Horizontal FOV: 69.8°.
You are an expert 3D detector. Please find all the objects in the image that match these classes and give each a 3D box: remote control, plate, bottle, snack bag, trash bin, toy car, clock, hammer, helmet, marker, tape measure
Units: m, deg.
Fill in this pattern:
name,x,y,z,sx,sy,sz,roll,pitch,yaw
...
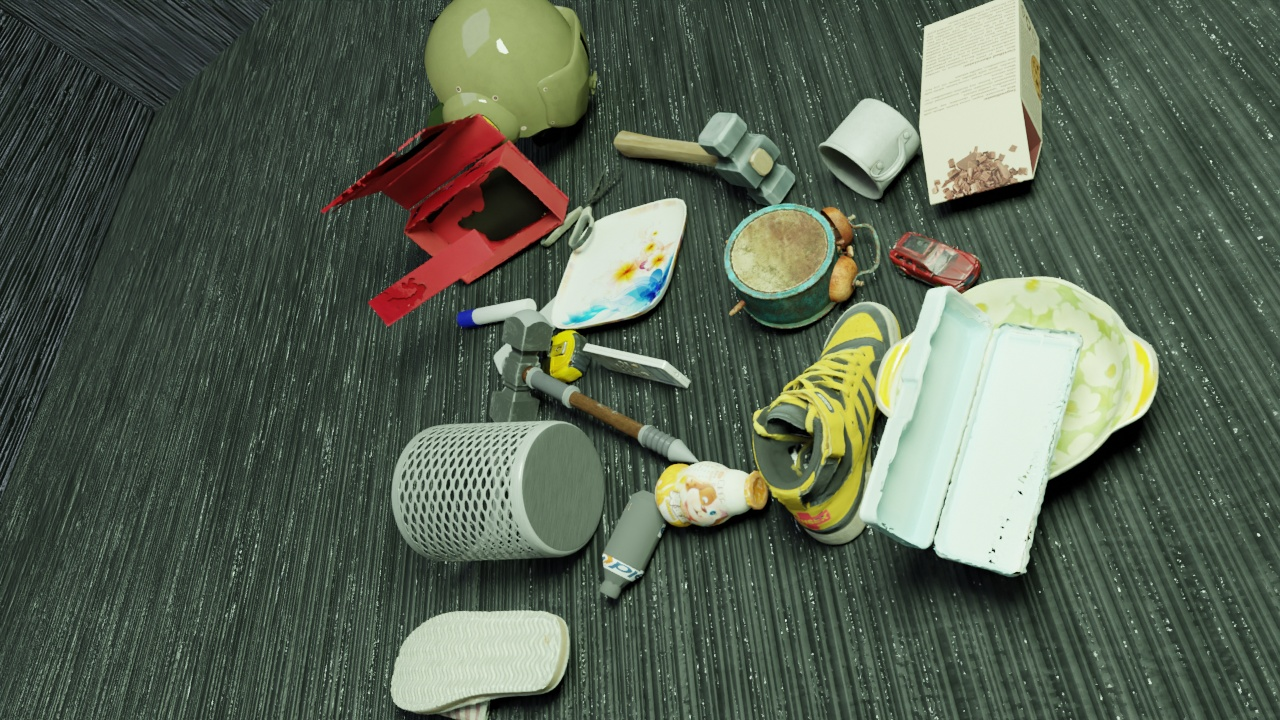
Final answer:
name,x,y,z,sx,sy,sz,roll,pitch,yaw
remote control,-0.140,-0.039,1.228,0.147,0.008,0.045,-42,43,10
plate,-0.025,-0.119,1.166,0.187,0.016,0.186,-9,52,38
bottle,0.069,0.128,0.888,0.109,0.063,0.063,-11,56,37
snack bag,0.335,-0.248,0.902,0.095,0.070,0.206,-11,56,37
trash bin,-0.151,0.143,1.009,0.184,0.156,0.156,-8,58,35
toy car,0.281,-0.094,0.875,0.042,0.036,0.091,-52,47,-1
clock,0.169,-0.099,0.950,0.158,0.073,0.121,-10,60,18
bottle,-0.009,0.187,0.929,0.047,0.047,0.112,15,73,46
hammer,-0.054,0.054,1.040,0.323,0.043,0.156,24,108,41
helmet,-0.181,-0.408,1.314,0.233,0.255,0.249,-27,47,30
marker,-0.202,-0.065,1.289,0.133,0.027,0.023,-8,58,36
remote control,-0.006,0.006,1.047,0.136,0.050,0.011,13,71,45
tape measure,-0.093,-0.006,1.143,0.064,0.037,0.065,-10,56,37
hammer,0.057,-0.261,1.149,0.051,0.117,0.323,-56,33,-4

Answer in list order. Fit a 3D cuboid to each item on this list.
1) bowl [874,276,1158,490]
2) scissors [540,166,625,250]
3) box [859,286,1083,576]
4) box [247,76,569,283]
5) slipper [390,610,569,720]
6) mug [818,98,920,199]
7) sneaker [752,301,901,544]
name,x,y,z,sx,sy,sz,roll,pitch,yaw
bowl,0.305,0.027,0.750,0.220,0.060,0.188,1,63,41
scissors,-0.082,-0.204,1.275,0.158,0.012,0.170,-27,35,34
box,0.248,0.049,0.689,0.122,0.078,0.197,14,74,25
box,-0.295,-0.248,1.231,0.212,0.377,0.123,-26,59,30
slipper,-0.168,0.325,0.974,0.264,0.052,0.114,-21,53,36
mug,0.244,-0.217,0.946,0.070,0.084,0.113,-49,26,0
sneaker,0.166,0.033,0.823,0.086,0.122,0.238,-5,61,38
